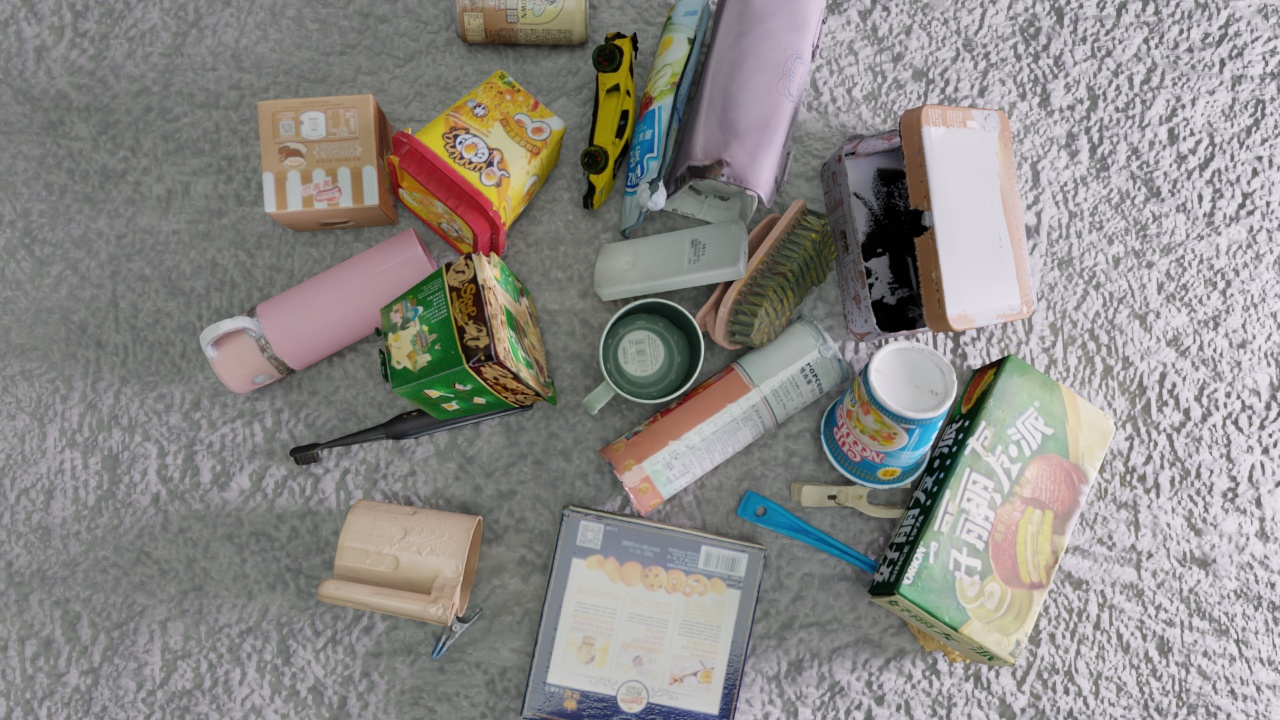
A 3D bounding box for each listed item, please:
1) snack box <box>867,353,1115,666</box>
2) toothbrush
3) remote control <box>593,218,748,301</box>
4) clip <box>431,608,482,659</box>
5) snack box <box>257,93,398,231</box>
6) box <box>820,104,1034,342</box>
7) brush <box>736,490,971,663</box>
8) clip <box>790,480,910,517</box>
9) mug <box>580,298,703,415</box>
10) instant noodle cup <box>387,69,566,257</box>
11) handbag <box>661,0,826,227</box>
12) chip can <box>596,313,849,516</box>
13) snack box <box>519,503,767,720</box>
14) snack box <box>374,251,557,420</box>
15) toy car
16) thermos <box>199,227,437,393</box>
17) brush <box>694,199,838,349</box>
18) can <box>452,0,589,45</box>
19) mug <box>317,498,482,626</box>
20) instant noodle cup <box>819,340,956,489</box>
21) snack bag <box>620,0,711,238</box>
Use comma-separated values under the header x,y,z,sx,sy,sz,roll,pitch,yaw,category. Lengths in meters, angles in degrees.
x,y,z,sx,sy,sz,roll,pitch,yaw,category
0.298,0.123,0.776,0.114,0.063,0.239,33,73,-1,snack box
-0.199,0.057,0.798,0.212,0.026,0.027,-15,128,-3,toothbrush
0.025,-0.085,0.784,0.135,0.019,0.056,-9,53,20,remote control
-0.161,0.233,0.793,0.028,0.024,0.056,36,80,-4,clip
-0.262,-0.165,0.779,0.093,0.077,0.094,-5,87,-3,snack box
0.251,-0.111,0.762,0.148,0.158,0.181,-9,87,-2,box
0.202,0.183,0.809,0.254,0.046,0.083,27,90,2,brush
0.185,0.120,0.817,0.103,0.076,0.034,0,88,7,clip
-0.005,0.004,0.769,0.111,0.106,0.082,-42,91,-5,mug
-0.132,-0.166,0.775,0.116,0.116,0.123,40,74,0,instant noodle cup
0.090,-0.221,0.767,0.098,0.145,0.197,16,87,0,handbag
0.071,0.047,0.789,0.214,0.071,0.071,-34,89,-4,chip can
0.003,0.230,0.789,0.178,0.046,0.182,12,87,-2,snack box
-0.146,-0.012,0.759,0.106,0.117,0.118,-20,64,10,snack box
-0.027,-0.206,0.797,0.041,0.071,0.156,9,89,1,toy car
-0.266,-0.044,0.769,0.198,0.087,0.067,-26,69,-5,thermos
0.105,-0.068,0.788,0.073,0.063,0.145,23,66,37,brush
-0.103,-0.308,0.803,0.116,0.058,0.058,0,87,-3,can
-0.192,0.169,0.745,0.103,0.124,0.084,10,107,-1,mug
0.209,0.040,0.762,0.099,0.110,0.099,1,59,-2,instant noodle cup
0.017,-0.203,0.780,0.038,0.110,0.191,16,84,-20,snack bag
